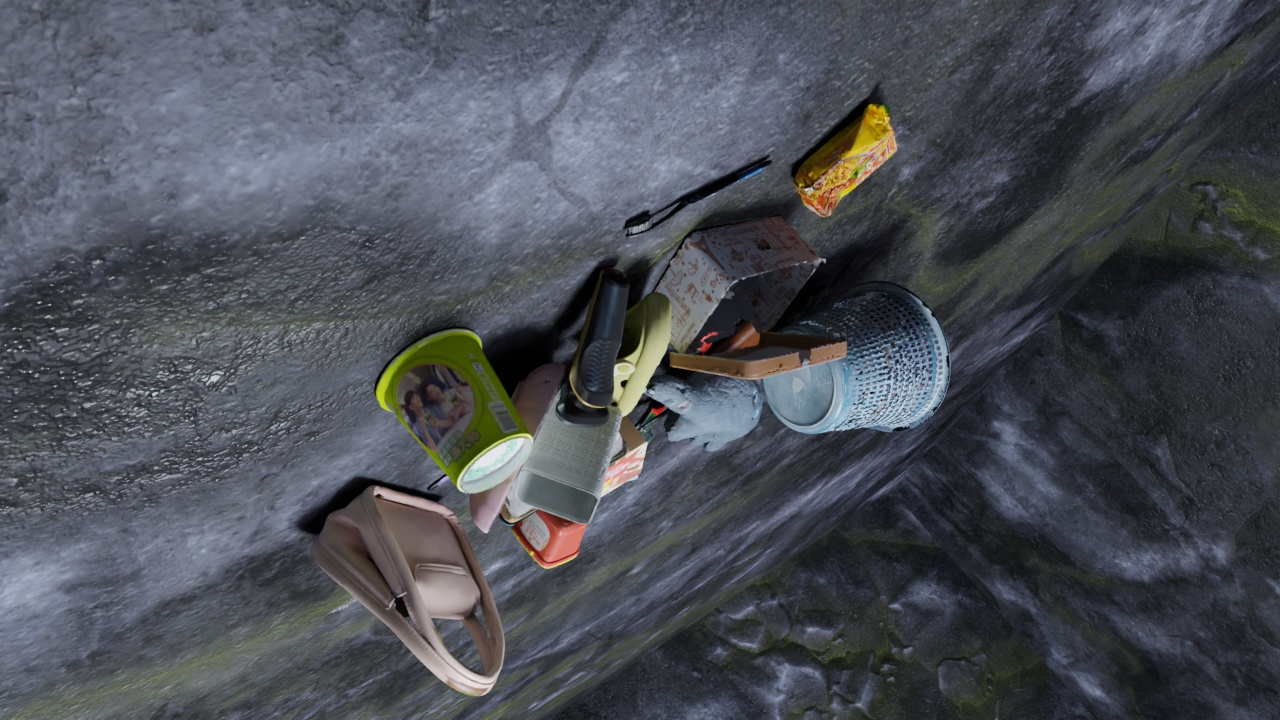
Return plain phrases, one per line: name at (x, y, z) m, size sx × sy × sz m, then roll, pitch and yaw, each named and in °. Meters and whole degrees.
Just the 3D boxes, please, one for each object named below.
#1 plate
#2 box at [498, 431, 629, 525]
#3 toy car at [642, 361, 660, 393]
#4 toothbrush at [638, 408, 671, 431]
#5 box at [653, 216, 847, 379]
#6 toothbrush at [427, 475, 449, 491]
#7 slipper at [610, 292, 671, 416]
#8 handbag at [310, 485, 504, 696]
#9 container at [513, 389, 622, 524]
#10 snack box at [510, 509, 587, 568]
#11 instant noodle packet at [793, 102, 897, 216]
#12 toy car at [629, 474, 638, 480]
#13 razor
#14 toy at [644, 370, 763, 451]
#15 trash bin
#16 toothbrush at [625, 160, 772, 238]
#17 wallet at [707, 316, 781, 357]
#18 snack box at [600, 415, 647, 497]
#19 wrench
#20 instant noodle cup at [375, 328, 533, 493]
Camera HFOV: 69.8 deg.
plate at (-0.135, 0.084, 0.957) m, size 0.192 × 0.039 × 0.192 m, roll -63°, pitch -173°, yaw 13°
box at (-0.110, 0.123, 1.091) m, size 0.184 × 0.090 × 0.061 m, roll -27°, pitch 174°, yaw -20°
toy car at (-0.007, 0.006, 1.103) m, size 0.034 × 0.043 × 0.091 m, roll -4°, pitch 144°, yaw -28°
toothbrush at (0.052, 0.068, 1.301) m, size 0.180 × 0.018 × 0.016 m, roll -27°, pitch 159°, yaw -49°
box at (0.130, -0.042, 1.038) m, size 0.182 × 0.178 × 0.153 m, roll -17°, pitch 148°, yaw -43°
toothbrush at (-0.167, 0.098, 1.067) m, size 0.189 × 0.016 × 0.014 m, roll -35°, pitch 158°, yaw -5°
slipper at (-0.026, -0.011, 1.010) m, size 0.081 × 0.091 × 0.191 m, roll 13°, pitch 145°, yaw -16°
handbag at (-0.225, 0.252, 0.980) m, size 0.093 × 0.234 × 0.193 m, roll -42°, pitch 158°, yaw 4°
container at (-0.076, 0.104, 1.016) m, size 0.090 × 0.090 × 0.114 m, roll 112°, pitch -3°, yaw -57°
snack box at (-0.126, 0.233, 1.289) m, size 0.081 × 0.091 × 0.080 m, roll -14°, pitch 140°, yaw -47°
instant noodle packet at (0.234, -0.223, 1.034) m, size 0.128 × 0.044 × 0.110 m, roll -43°, pitch 162°, yaw 8°
toy car at (-0.026, 0.158, 1.354) m, size 0.049 × 0.031 × 0.106 m, roll -7°, pitch 152°, yaw -7°
razor at (-0.046, -0.013, 0.941) m, size 0.062 × 0.067 × 0.168 m, roll 3°, pitch 109°, yaw -33°
toy at (0.101, 0.064, 1.274) m, size 0.138 × 0.091 × 0.356 m, roll -27°, pitch 158°, yaw 11°
trash bin at (0.286, 0.010, 1.297) m, size 0.194 × 0.226 × 0.227 m, roll -12°, pitch 146°, yaw -38°
toothbrush at (0.061, -0.166, 0.918) m, size 0.189 × 0.014 × 0.016 m, roll -30°, pitch 132°, yaw -22°
wallet at (0.153, -0.022, 1.308) m, size 0.101 × 0.032 × 0.124 m, roll -40°, pitch 157°, yaw 10°
snack box at (-0.054, 0.122, 1.202) m, size 0.092 × 0.077 × 0.095 m, roll -29°, pitch 155°, yaw -22°
wrench at (0.040, 0.048, 1.285) m, size 0.056 × 0.016 × 0.274 m, roll -23°, pitch 153°, yaw -42°
instant noodle cup at (-0.163, 0.053, 0.841) m, size 0.111 × 0.123 × 0.112 m, roll -32°, pitch 157°, yaw -16°
